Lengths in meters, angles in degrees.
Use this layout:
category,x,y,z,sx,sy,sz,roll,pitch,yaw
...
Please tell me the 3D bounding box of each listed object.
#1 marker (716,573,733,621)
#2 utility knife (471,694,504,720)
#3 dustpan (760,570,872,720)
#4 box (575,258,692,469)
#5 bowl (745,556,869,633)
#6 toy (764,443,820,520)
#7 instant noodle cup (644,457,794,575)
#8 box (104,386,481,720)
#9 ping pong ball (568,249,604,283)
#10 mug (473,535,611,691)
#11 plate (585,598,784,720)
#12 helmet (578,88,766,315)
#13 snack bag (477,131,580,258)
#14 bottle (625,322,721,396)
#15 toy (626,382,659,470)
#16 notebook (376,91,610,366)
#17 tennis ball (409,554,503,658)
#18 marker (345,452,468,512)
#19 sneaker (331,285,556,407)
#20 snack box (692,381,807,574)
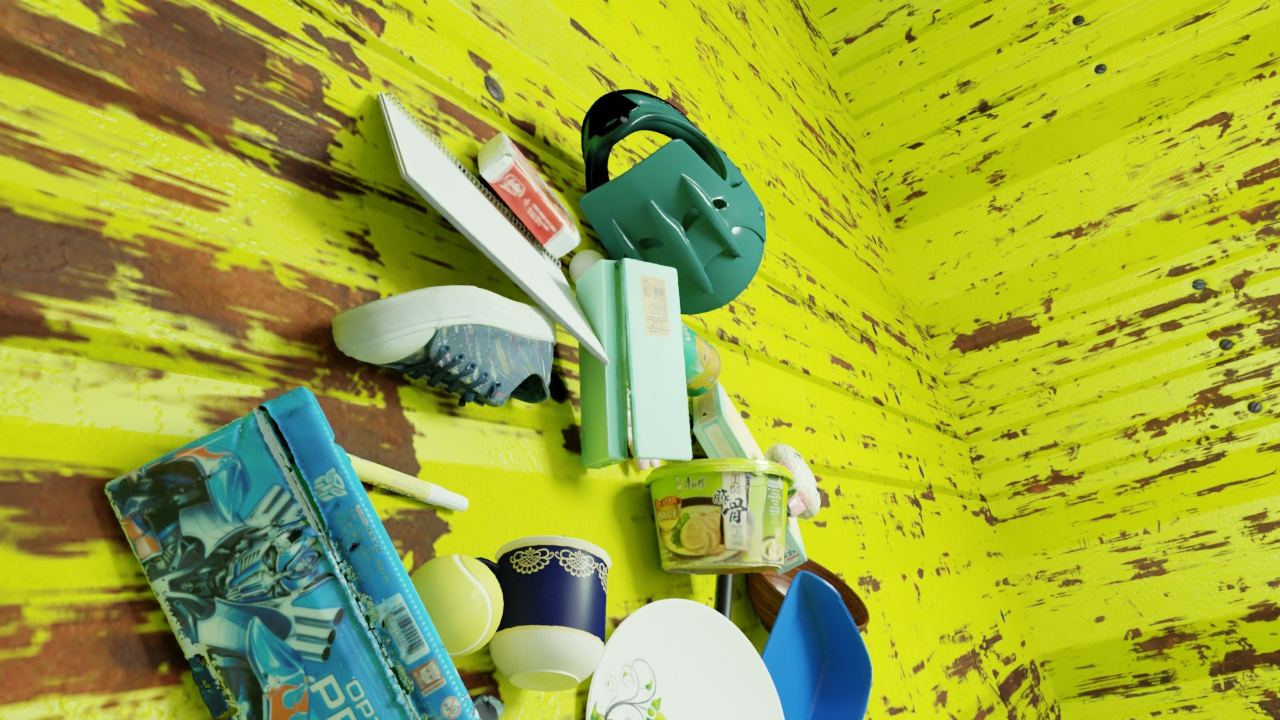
category,x,y,z,sx,sy,sz,roll,pitch,yaw
marker,0.093,0.243,0.982,0.133,0.018,0.015,-79,158,-48
utility knife,-0.130,0.250,0.555,0.172,0.020,0.029,-25,93,-63
dustpan,0.181,0.383,0.927,0.245,0.060,0.258,-61,139,-25
box,-0.002,0.005,0.850,0.092,0.077,0.188,3,73,-24
bowl,0.175,0.279,1.033,0.147,0.069,0.147,25,14,-7
toy,0.163,0.131,0.993,0.087,0.050,0.112,64,17,10
instant noodle cup,0.078,0.156,0.893,0.146,0.146,0.097,26,59,-54
box,-0.179,0.150,0.499,0.115,0.094,0.243,-27,88,-23
ping pong ball,-0.054,-0.094,0.946,0.040,0.040,0.040,42,36,-41
mug,-0.078,0.182,0.652,0.111,0.086,0.089,13,53,-16
plate,0.037,0.320,0.776,0.229,0.030,0.229,23,53,-34
helmet,0.031,-0.158,0.984,0.275,0.177,0.200,45,19,-48
snack bag,-0.107,-0.158,0.878,0.116,0.036,0.077,49,10,-30
bottle,0.009,-0.025,0.980,0.209,0.068,0.068,33,42,-49
toy,0.004,0.063,0.935,0.096,0.041,0.108,55,35,-22
notebook,-0.124,-0.112,0.780,0.245,0.013,0.177,44,10,-39
tennis ball,-0.121,0.158,0.591,0.065,0.065,0.065,42,36,-41
marker,-0.167,0.082,0.624,0.132,0.014,0.014,33,42,-49
sneaker,-0.129,-0.003,0.690,0.235,0.088,0.079,4,71,-65
snack box,0.123,0.129,1.048,0.193,0.044,0.141,60,10,-10
